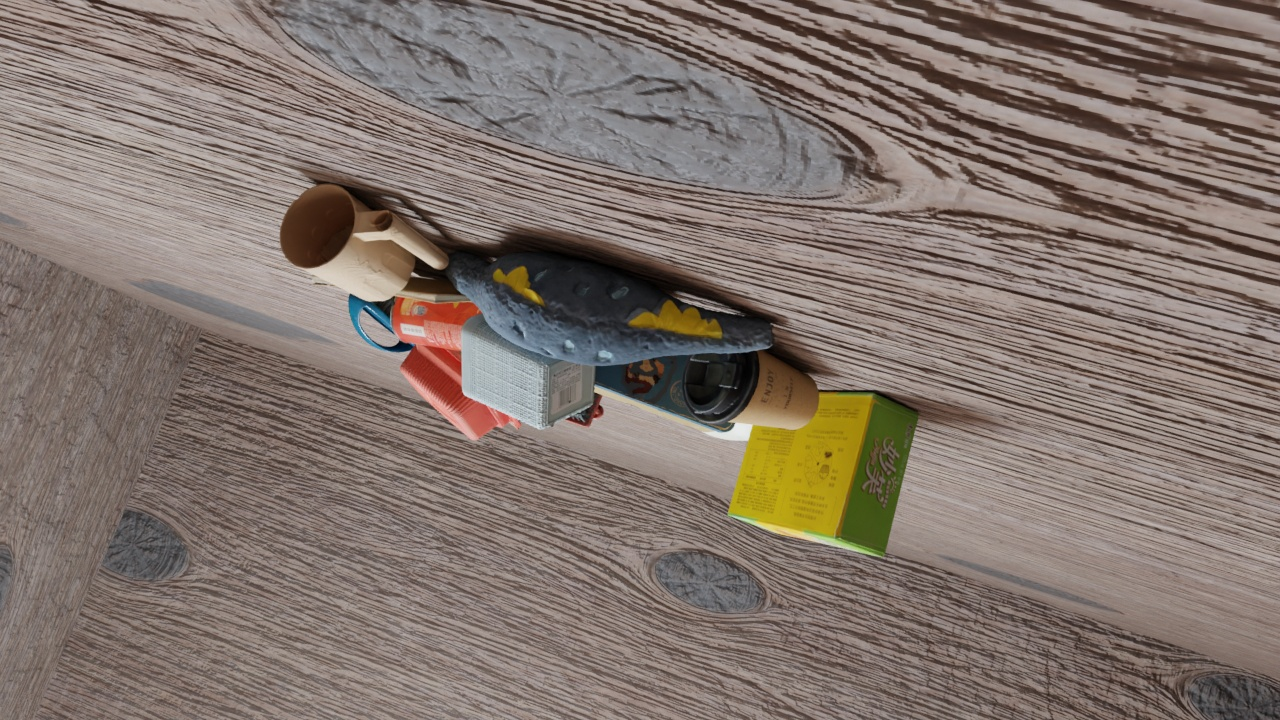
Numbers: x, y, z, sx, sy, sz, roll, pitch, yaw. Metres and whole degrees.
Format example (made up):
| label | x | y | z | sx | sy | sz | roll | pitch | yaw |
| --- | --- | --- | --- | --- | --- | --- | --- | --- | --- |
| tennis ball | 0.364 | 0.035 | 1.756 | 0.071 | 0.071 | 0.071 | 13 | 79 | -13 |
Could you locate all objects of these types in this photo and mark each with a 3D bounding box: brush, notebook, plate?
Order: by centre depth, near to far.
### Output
| label | x | y | z | sx | sy | sz | roll | pitch | yaw |
| --- | --- | --- | --- | --- | --- | --- | --- | --- | --- |
| notebook | -0.236 | -0.079 | 1.009 | 0.212 | 0.012 | 0.149 | 11 | -170 | 37 |
| plate | 0.113 | 0.078 | 1.262 | 0.164 | 0.034 | 0.164 | 23 | 165 | -35 |
| brush | -0.123 | 0.047 | 1.272 | 0.146 | 0.063 | 0.069 | 15 | 163 | 22 |
| brush | -0.365 | -0.054 | 1.305 | 0.055 | 0.073 | 0.144 | 25 | 164 | 32 |

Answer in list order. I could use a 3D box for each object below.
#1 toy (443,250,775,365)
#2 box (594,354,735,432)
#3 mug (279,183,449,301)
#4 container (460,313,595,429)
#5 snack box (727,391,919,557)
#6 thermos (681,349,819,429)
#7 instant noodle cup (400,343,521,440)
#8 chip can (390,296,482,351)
| label | x | y | z | sx | sy | sz | roll | pitch | yaw |
| --- | --- | --- | --- | --- | --- | --- | --- | --- | --- |
| toy | -0.063 | -0.050 | 0.831 | 0.357 | 0.091 | 0.137 | 15 | -163 | 27 |
| box | 0.031 | 0.017 | 0.977 | 0.184 | 0.089 | 0.059 | 18 | 169 | -11 |
| mug | -0.259 | -0.110 | 0.874 | 0.125 | 0.084 | 0.103 | -1 | 165 | 19 |
| container | -0.108 | 0.005 | 0.914 | 0.111 | 0.090 | 0.089 | 23 | -148 | 34 |
| snack box | 0.195 | 0.119 | 1.013 | 0.070 | 0.157 | 0.210 | 22 | 169 | -24 |
| thermos | 0.110 | 0.026 | 0.903 | 0.143 | 0.093 | 0.093 | 18 | 173 | -40 |
| instant noodle cup | -0.254 | 0.036 | 1.269 | 0.164 | 0.079 | 0.189 | 36 | 165 | 22 |
| chip can | -0.182 | -0.040 | 1.050 | 0.217 | 0.073 | 0.073 | 8 | 166 | 26 |
